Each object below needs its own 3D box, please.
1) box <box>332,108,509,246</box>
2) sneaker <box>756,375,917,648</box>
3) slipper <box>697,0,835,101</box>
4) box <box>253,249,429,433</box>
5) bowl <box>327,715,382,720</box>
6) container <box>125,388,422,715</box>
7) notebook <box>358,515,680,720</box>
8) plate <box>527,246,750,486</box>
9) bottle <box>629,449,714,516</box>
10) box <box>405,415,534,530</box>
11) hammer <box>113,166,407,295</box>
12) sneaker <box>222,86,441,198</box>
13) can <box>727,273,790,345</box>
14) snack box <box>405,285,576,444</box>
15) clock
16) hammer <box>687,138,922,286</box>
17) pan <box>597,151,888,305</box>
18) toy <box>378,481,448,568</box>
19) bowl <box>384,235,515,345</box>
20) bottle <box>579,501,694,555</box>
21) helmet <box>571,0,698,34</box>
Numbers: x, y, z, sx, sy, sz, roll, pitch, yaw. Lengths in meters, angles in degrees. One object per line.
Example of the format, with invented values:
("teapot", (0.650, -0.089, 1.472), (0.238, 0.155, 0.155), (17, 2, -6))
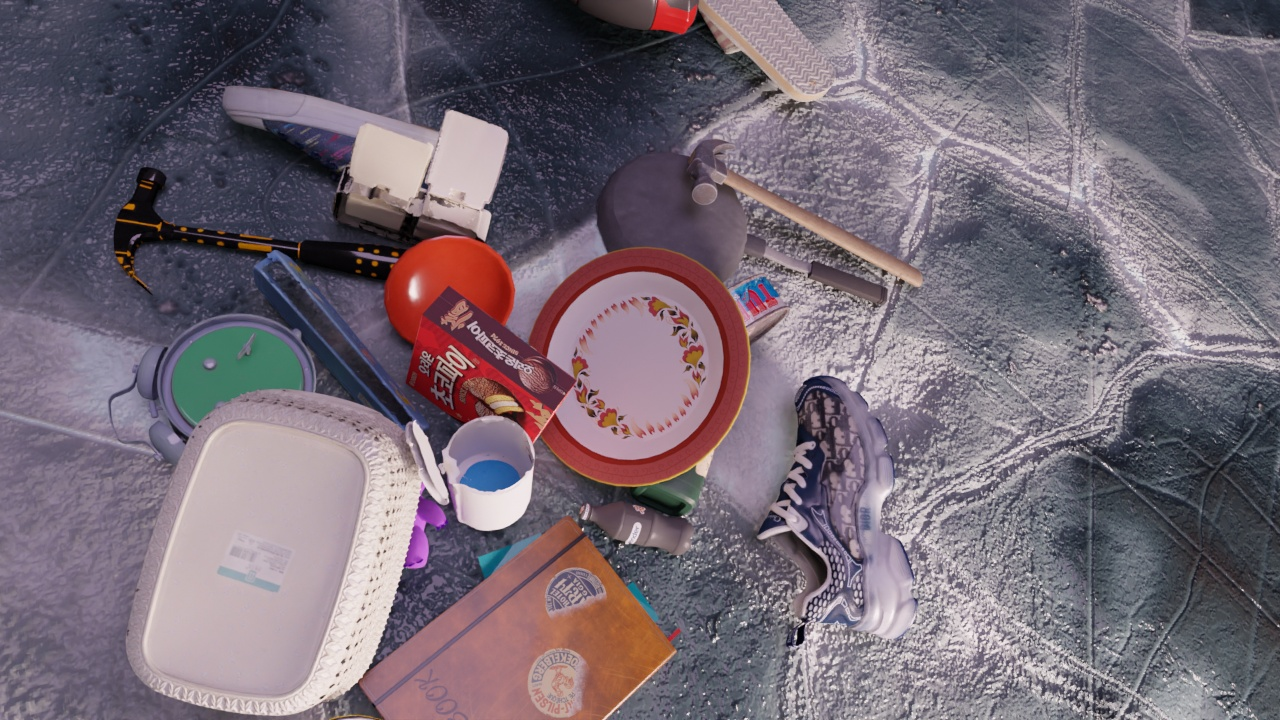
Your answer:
("box", (-0.203, -0.170, 0.864), (0.145, 0.186, 0.095), (18, 56, -19))
("sneaker", (0.176, 0.145, 0.914), (0.132, 0.103, 0.269), (-4, 72, -14))
("slipper", (0.143, -0.426, 1.174), (0.114, 0.052, 0.263), (-32, 77, -30))
("box", (-0.262, -0.014, 0.826), (0.049, 0.066, 0.209), (-43, 93, -24))
("bowl", (-0.225, 0.334, 0.699), (0.117, 0.068, 0.117), (8, 65, -16))
("container", (-0.272, 0.141, 0.687), (0.184, 0.143, 0.246), (14, 81, -9))
("notebook", (-0.101, 0.257, 0.807), (0.248, 0.014, 0.178), (-36, 83, -29))
("plate", (-0.005, 0.006, 0.878), (0.230, 0.021, 0.229), (-4, 80, 21))
("bottle", (0.041, 0.081, 0.908), (0.061, 0.061, 0.131), (25, 61, -6))
("box", (-0.143, 0.094, 0.782), (0.112, 0.163, 0.084), (-10, 64, -17))
("hammer", (-0.326, -0.102, 0.877), (0.320, 0.036, 0.123), (8, 67, -14))
("sneaker", (-0.297, -0.214, 0.922), (0.235, 0.087, 0.079), (13, 97, -11))
("can", (0.087, -0.033, 0.934), (0.129, 0.130, 0.044), (-29, 79, -28))
("snack box", (-0.138, 0.019, 0.819), (0.132, 0.152, 0.035), (37, 60, -1))
("clock", (-0.361, 0.029, 0.780), (0.161, 0.076, 0.122), (-15, 74, -25))
("hammer", (0.198, -0.163, 1.060), (0.331, 0.031, 0.119), (22, 41, -19))
("pan", (0.125, -0.133, 1.043), (0.357, 0.041, 0.178), (19, 62, -11))
("toy", (-0.213, 0.139, 0.796), (0.106, 0.056, 0.088), (-10, 73, 14))
("bowl", (-0.184, -0.068, 0.880), (0.122, 0.122, 0.035), (1, 27, -19))
("bottle", (-0.004, 0.156, 0.873), (0.110, 0.036, 0.036), (17, 63, -12))
("helmet", (-0.036, -0.507, 1.081), (0.169, 0.164, 0.264), (-7, 80, -10))
